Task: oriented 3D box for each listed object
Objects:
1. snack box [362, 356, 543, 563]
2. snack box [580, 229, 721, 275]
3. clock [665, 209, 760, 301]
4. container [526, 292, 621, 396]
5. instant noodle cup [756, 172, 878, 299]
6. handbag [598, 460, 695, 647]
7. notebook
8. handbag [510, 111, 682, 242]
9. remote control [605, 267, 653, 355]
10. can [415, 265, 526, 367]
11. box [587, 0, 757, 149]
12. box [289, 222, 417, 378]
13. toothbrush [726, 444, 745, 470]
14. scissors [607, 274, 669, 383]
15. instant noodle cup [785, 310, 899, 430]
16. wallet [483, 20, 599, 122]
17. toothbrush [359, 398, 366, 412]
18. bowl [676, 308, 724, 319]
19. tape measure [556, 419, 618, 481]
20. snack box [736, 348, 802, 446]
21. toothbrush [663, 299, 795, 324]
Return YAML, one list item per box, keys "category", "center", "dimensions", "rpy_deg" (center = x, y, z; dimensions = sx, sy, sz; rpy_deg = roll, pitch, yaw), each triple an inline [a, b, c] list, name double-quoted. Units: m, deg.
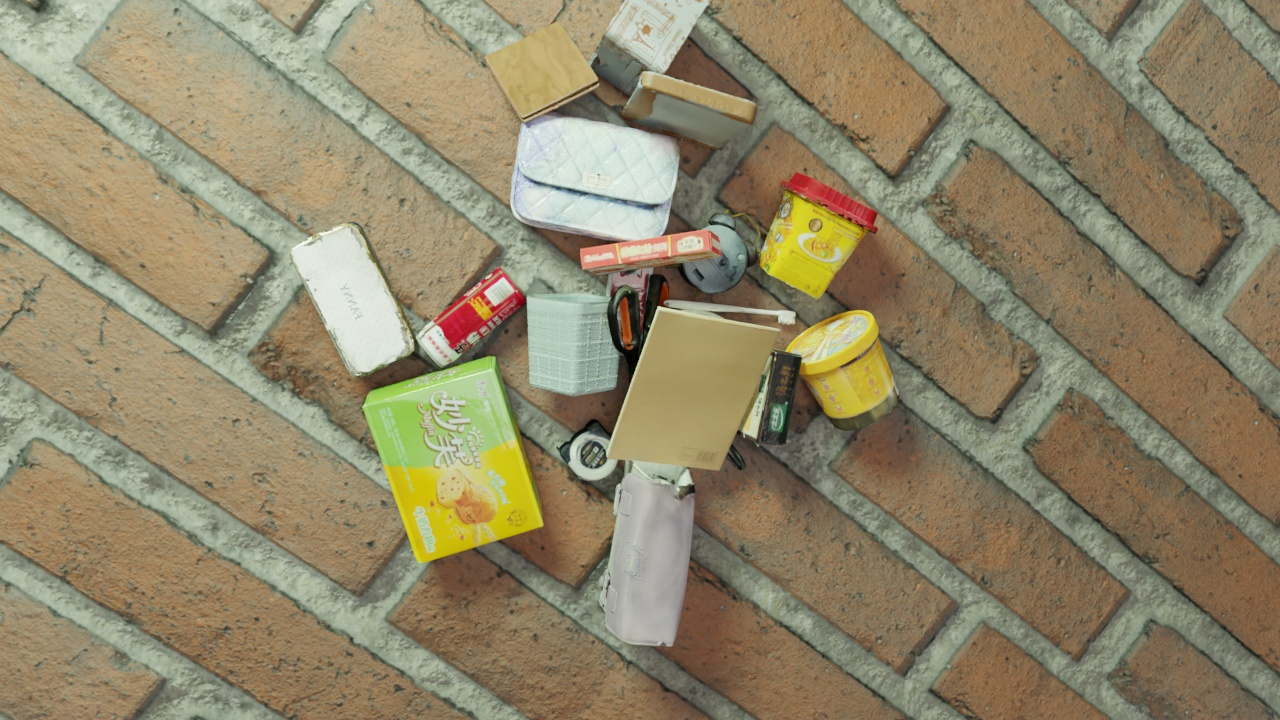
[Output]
- category: "snack box"
  center: [-0.218, 0.117, 1.087]
  dimensions: [0.157, 0.070, 0.210]
  rpy_deg: [-16, 105, -4]
- category: "snack box"
  center: [0.013, -0.125, 1.067]
  dimensions: [0.153, 0.075, 0.025]
  rpy_deg: [-7, 89, 14]
- category: "clock"
  center: [0.096, -0.132, 1.130]
  dimensions: [0.122, 0.055, 0.082]
  rpy_deg: [-41, 101, -4]
- category: "container"
  center: [-0.079, -0.020, 1.085]
  dimensions: [0.089, 0.090, 0.111]
  rpy_deg: [-7, 103, -48]
- category: "instant noodle cup"
  center: [0.209, -0.151, 1.125]
  dimensions: [0.116, 0.116, 0.124]
  rpy_deg: [25, 103, -12]
- category: "handbag"
  center: [0.009, 0.227, 1.113]
  dimensions: [0.098, 0.145, 0.197]
  rpy_deg: [8, 95, -13]
- category: "notebook"
  center: [0.059, 0.041, 1.073]
  dimensions: [0.149, 0.012, 0.212]
  rpy_deg: [9, 122, -17]
- category: "handbag"
  center: [-0.053, -0.214, 1.083]
  dimensions: [0.193, 0.075, 0.134]
  rpy_deg: [8, 90, -12]
- category: "remote control"
  center: [-0.016, -0.074, 1.136]
  dimensions: [0.056, 0.020, 0.136]
  rpy_deg: [6, 96, -11]
- category: "can"
  center: [-0.199, -0.052, 1.089]
  dimensions: [0.132, 0.053, 0.053]
  rpy_deg: [-40, 102, -3]
- category: "box"
  center: [0.053, -0.335, 1.033]
  dimensions: [0.193, 0.183, 0.156]
  rpy_deg: [30, 91, -12]
- category: "box"
  center: [-0.334, -0.076, 1.062]
  dimensions: [0.089, 0.060, 0.184]
  rpy_deg: [-23, 98, -7]
- category: "toothbrush"
  center: [0.082, 0.071, 1.173]
  dimensions: [0.015, 0.018, 0.181]
  rpy_deg: [-38, 103, -7]
- category: "scissors"
  center: [0.004, -0.004, 1.116]
  dimensions: [0.210, 0.022, 0.222]
  rpy_deg: [-61, 148, -32]
- category: "instant noodle cup"
  center: [0.259, 0.016, 1.150]
  dimensions: [0.118, 0.118, 0.114]
  rpy_deg: [-33, 108, -5]
- category: "wallet"
  center: [-0.114, -0.333, 1.058]
  dimensions: [0.101, 0.020, 0.115]
  rpy_deg: [-29, 62, -5]
- category: "toothbrush"
  center: [-0.247, 0.077, 1.118]
  dimensions: [0.185, 0.012, 0.017]
  rpy_deg: [15, 95, -11]
- category: "bowl"
  center: [0.070, -0.007, 1.124]
  dimensions: [0.113, 0.113, 0.062]
  rpy_deg: [14, 129, -11]
- category: "tape measure"
  center: [-0.061, 0.116, 1.144]
  dimensions: [0.065, 0.033, 0.066]
  rpy_deg: [-37, 99, -2]
- category: "snack box"
  center: [0.147, 0.040, 1.121]
  dimensions: [0.053, 0.126, 0.113]
  rpy_deg: [8, 95, -22]
- category: "toothbrush"
  center: [0.113, -0.061, 1.148]
  dimensions: [0.180, 0.016, 0.016]
  rpy_deg: [5, 73, -19]
